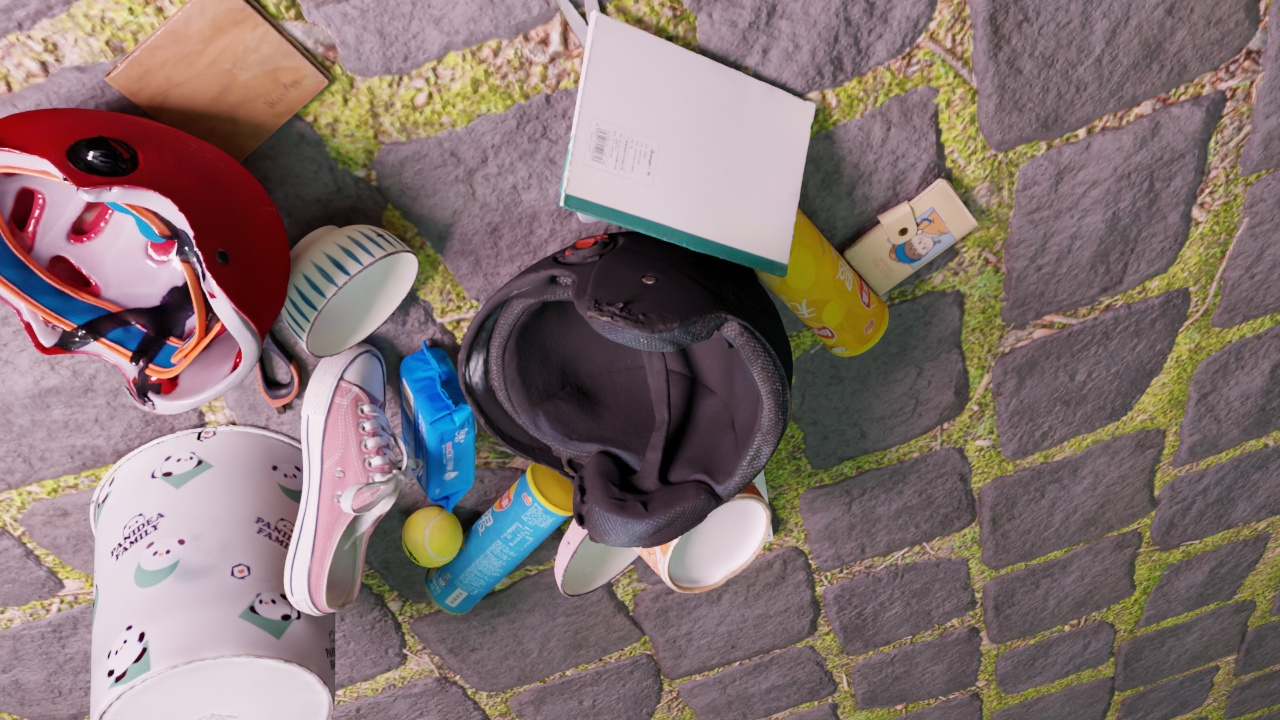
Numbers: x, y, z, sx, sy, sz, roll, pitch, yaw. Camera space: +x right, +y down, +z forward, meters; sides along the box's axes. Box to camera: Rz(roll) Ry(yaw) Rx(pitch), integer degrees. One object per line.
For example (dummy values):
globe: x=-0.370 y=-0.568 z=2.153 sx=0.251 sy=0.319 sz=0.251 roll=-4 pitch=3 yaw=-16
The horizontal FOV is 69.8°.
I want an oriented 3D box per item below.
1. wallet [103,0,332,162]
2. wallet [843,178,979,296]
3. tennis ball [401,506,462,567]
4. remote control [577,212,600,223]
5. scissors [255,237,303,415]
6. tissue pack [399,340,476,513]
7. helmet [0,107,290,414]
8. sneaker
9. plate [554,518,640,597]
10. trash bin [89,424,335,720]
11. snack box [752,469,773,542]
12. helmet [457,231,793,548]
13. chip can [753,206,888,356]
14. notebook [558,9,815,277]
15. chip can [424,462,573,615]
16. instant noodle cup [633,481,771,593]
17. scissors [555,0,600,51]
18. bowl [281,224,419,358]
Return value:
wallet: x=-0.296 y=-0.200 z=0.650 sx=0.115 sy=0.020 sz=0.101 roll=-35 pitch=133 yaw=14
wallet: x=0.255 y=-0.118 z=0.873 sx=0.115 sy=0.024 sz=0.087 roll=-36 pitch=136 yaw=20
tennis ball: x=-0.227 y=0.192 z=1.000 sx=0.065 sy=0.065 sz=0.066 roll=-8 pitch=134 yaw=-8
remote control: x=0.009 y=-0.151 z=0.767 sx=0.136 sy=0.020 sz=0.056 roll=-16 pitch=155 yaw=-1
scissors: x=-0.347 y=-0.026 z=0.801 sx=0.189 sy=0.015 sz=0.224 roll=-15 pitch=133 yaw=-1
tissue pack: x=-0.191 y=0.065 z=0.872 sx=0.052 sy=0.095 sz=0.157 roll=-14 pitch=137 yaw=-26
helmet: x=-0.359 y=-0.090 z=0.651 sx=0.240 sy=0.143 sz=0.208 roll=33 pitch=134 yaw=-14
sneaker: x=-0.240 y=0.098 z=0.795 sx=0.088 sy=0.240 sz=0.118 roll=-4 pitch=160 yaw=19
plate: x=-0.026 y=0.178 z=1.015 sx=0.192 sy=0.039 sz=0.193 roll=-37 pitch=153 yaw=-24
trash bin: x=-0.384 y=0.225 z=0.838 sx=0.229 sy=0.251 sz=0.230 roll=-12 pitch=130 yaw=-15
snack box: x=0.111 y=0.176 z=1.105 sx=0.085 sy=0.026 sz=0.157 roll=-16 pitch=135 yaw=0
helmet: x=-0.005 y=0.005 z=0.778 sx=0.275 sy=0.229 sz=0.234 roll=10 pitch=122 yaw=14
chip can: x=0.148 y=-0.085 z=0.840 sx=0.072 sy=0.072 sz=0.213 roll=-36 pitch=130 yaw=18
notebook: x=0.042 y=-0.160 z=0.705 sx=0.209 sy=0.012 sz=0.150 roll=13 pitch=83 yaw=-30
chip can: x=-0.156 y=0.199 z=1.024 sx=0.071 sy=0.071 sz=0.211 roll=26 pitch=122 yaw=-33
instant noodle cup: x=0.048 y=0.144 z=0.890 sx=0.151 sy=0.111 sz=0.152 roll=-18 pitch=131 yaw=-22
scissors: x=-0.033 y=-0.218 z=0.709 sx=0.170 sy=0.012 sz=0.144 roll=25 pitch=121 yaw=-31
bowl: x=-0.244 y=-0.065 z=0.741 sx=0.066 sy=0.116 sz=0.117 roll=43 pitch=119 yaw=7
